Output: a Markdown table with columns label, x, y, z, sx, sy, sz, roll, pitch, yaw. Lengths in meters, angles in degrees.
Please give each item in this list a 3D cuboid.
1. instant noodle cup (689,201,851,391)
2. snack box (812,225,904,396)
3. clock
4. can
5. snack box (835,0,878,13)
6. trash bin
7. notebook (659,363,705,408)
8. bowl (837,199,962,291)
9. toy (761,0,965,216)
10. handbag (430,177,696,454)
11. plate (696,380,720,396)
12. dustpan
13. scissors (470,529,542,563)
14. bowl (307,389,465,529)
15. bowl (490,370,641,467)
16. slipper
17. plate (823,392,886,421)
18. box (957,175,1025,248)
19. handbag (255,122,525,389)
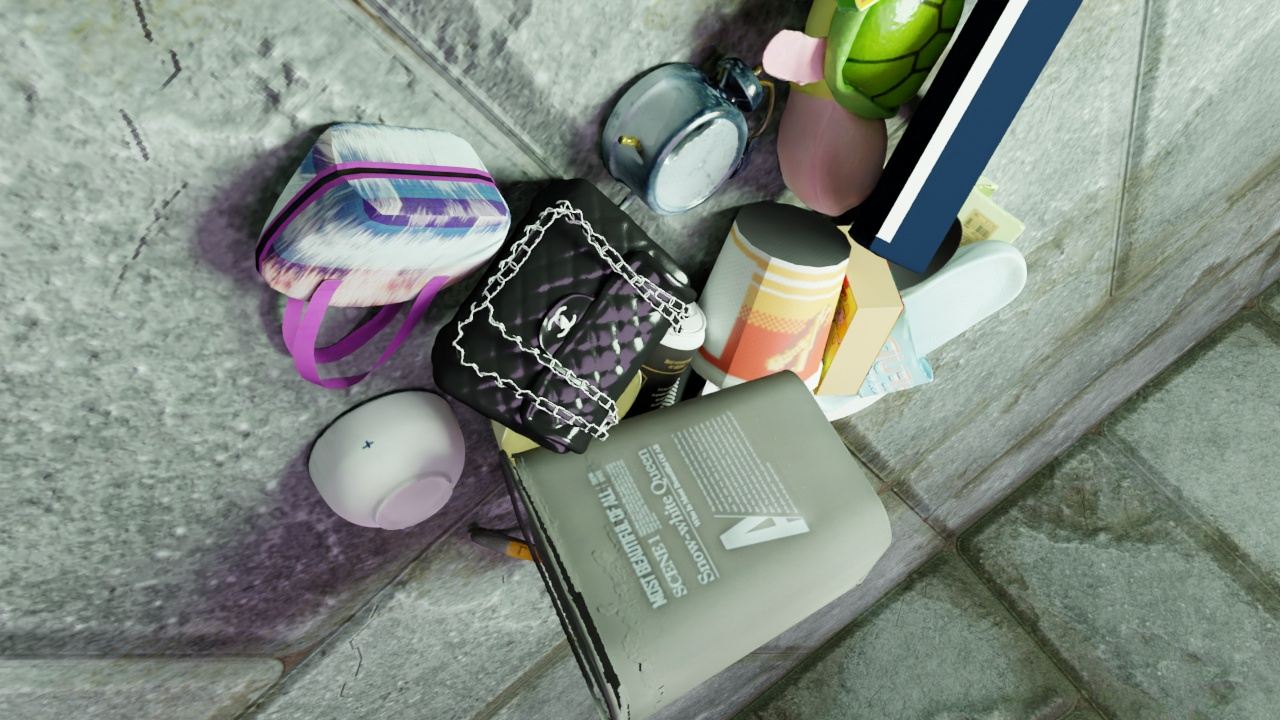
| label | x | y | z | sx | sy | sz | roll | pitch | yaw |
| --- | --- | --- | --- | --- | --- | --- | --- | --- | --- |
| instant noodle cup | 0.106 | -0.053 | 0.749 | 0.123 | 0.123 | 0.121 | -17 | 138 | -34 |
| snack box | 0.176 | -0.041 | 0.796 | 0.040 | 0.088 | 0.126 | -3 | 145 | -9 |
| clock | 0.034 | -0.146 | 0.593 | 0.129 | 0.052 | 0.090 | -30 | 151 | -22 |
| can | -0.004 | 0.004 | 0.748 | 0.071 | 0.072 | 0.129 | -7 | 139 | -44 |
| snack box | 0.154 | -0.285 | 0.478 | 0.168 | 0.027 | 0.132 | -34 | 120 | -5 |
| trash bin | 0.039 | 0.132 | 0.675 | 0.220 | 0.197 | 0.198 | -22 | 153 | -13 |
| notebook | 0.030 | 0.108 | 0.861 | 0.149 | 0.016 | 0.206 | 54 | 47 | -62 |
| bowl | 0.218 | -0.117 | 0.823 | 0.124 | 0.052 | 0.124 | -6 | 145 | -4 |
| toy | 0.151 | -0.207 | 0.594 | 0.189 | 0.088 | 0.239 | -27 | 145 | -52 |
| handbag | -0.040 | -0.021 | 0.561 | 0.125 | 0.115 | 0.153 | 35 | 87 | -17 |
| plate | 0.066 | 0.088 | 0.905 | 0.188 | 0.016 | 0.188 | 8 | 89 | -71 |
| dustpan | 0.225 | -0.187 | 0.667 | 0.272 | 0.080 | 0.236 | 0 | 120 | -62 |
| scissors | -0.061 | 0.207 | 0.919 | 0.225 | 0.225 | 0.016 | 28 | 77 | -47 |
| bowl | -0.178 | 0.082 | 0.676 | 0.113 | 0.063 | 0.114 | -27 | 150 | -17 |
| bowl | -0.069 | 0.014 | 0.687 | 0.117 | 0.074 | 0.118 | -28 | 150 | -18 |
| slipper | 0.263 | -0.027 | 0.884 | 0.246 | 0.074 | 0.104 | -32 | 130 | 11 |
| plate | 0.193 | -0.015 | 0.936 | 0.208 | 0.015 | 0.209 | -8 | 131 | -9 |
| box | 0.309 | -0.102 | 0.961 | 0.188 | 0.091 | 0.083 | -55 | 171 | 35 |
| handbag | -0.153 | -0.046 | 0.525 | 0.144 | 0.068 | 0.170 | -8 | 146 | -44 |
